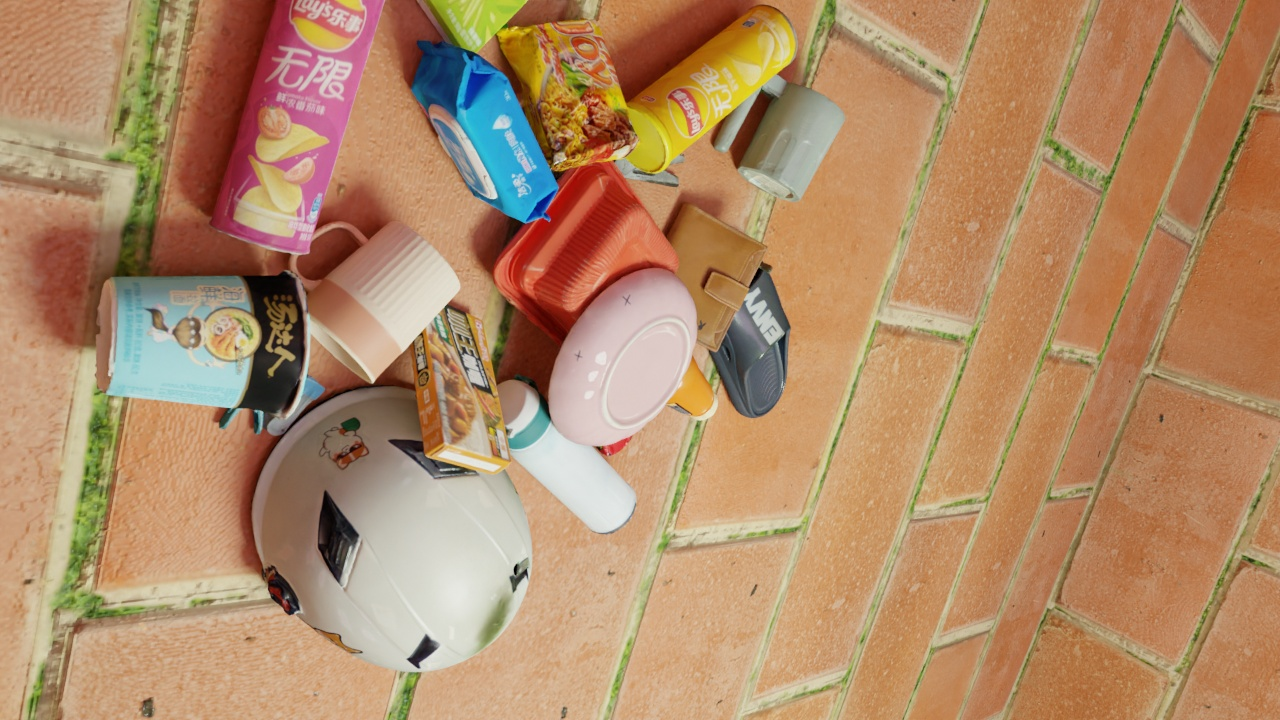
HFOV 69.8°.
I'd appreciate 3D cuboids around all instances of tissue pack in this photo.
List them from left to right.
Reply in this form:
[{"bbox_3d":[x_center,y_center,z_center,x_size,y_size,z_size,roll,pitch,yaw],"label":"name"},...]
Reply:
[{"bbox_3d":[-0.129,-0.182,0.738,0.052,0.095,0.157,-40,133,-16],"label":"tissue pack"}]

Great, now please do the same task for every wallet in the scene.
[{"bbox_3d":[0.070,-0.087,0.994,0.119,0.035,0.130,26,90,-8],"label":"wallet"}]

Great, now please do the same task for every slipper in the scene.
[{"bbox_3d":[0.143,-0.028,1.094,0.110,0.083,0.268,-43,134,-24],"label":"slipper"}]

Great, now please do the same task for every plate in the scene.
[{"bbox_3d":[-0.005,0.005,0.889,0.191,0.039,0.193,-33,141,-33],"label":"plate"}]

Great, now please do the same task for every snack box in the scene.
[{"bbox_3d":[-0.156,0.020,0.781,0.026,0.153,0.075,-34,145,25],"label":"snack box"},{"bbox_3d":[-0.114,-0.327,0.731,0.156,0.026,0.086,-51,137,-15],"label":"snack box"}]

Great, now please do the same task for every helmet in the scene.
[{"bbox_3d":[-0.192,0.165,0.800,0.229,0.157,0.274,-40,133,-25],"label":"helmet"}]

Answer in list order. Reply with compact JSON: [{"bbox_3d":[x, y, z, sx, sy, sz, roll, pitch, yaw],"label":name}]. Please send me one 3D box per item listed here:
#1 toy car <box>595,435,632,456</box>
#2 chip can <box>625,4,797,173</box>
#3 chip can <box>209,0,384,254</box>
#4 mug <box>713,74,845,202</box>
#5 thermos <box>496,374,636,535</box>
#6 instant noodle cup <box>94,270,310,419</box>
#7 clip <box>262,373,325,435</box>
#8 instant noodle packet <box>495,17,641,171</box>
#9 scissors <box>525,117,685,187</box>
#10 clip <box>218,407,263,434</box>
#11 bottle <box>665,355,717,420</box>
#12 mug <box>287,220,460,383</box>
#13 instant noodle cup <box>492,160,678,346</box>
[{"bbox_3d":[-0.033,0.060,1.002,0.049,0.031,0.106,-35,133,-27],"label":"toy car"},{"bbox_3d":[0.066,-0.267,0.896,0.212,0.072,0.072,-43,134,-26],"label":"chip can"},{"bbox_3d":[-0.238,-0.184,0.643,0.071,0.071,0.210,12,101,-47],"label":"chip can"},{"bbox_3d":[0.148,-0.247,1.004,0.124,0.084,0.103,27,90,-21],"label":"mug"},{"bbox_3d":[-0.081,0.099,0.946,0.073,0.073,0.224,-51,136,-14],"label":"thermos"},{"bbox_3d":[-0.308,-0.013,0.640,0.120,0.111,0.111,2,108,-38],"label":"instant noodle cup"},{"bbox_3d":[-0.285,0.036,0.747,0.058,0.042,0.026,-54,139,-6],"label":"clip"},{"bbox_3d":[-0.059,-0.232,0.791,0.110,0.044,0.128,-21,93,-39],"label":"instant noodle packet"},{"bbox_3d":[-0.039,-0.180,0.888,0.205,0.015,0.202,-53,137,-14],"label":"scissors"},{"bbox_3d":[-0.308,0.032,0.725,0.033,0.013,0.054,19,98,-49],"label":"clip"},{"bbox_3d":[0.052,0.032,1.053,0.066,0.067,0.149,-57,145,-7],"label":"bottle"},{"bbox_3d":[-0.218,-0.059,0.729,0.114,0.082,0.105,47,71,-16],"label":"mug"},{"bbox_3d":[-0.037,-0.088,0.878,0.164,0.079,0.189,-54,147,-6],"label":"instant noodle cup"}]
